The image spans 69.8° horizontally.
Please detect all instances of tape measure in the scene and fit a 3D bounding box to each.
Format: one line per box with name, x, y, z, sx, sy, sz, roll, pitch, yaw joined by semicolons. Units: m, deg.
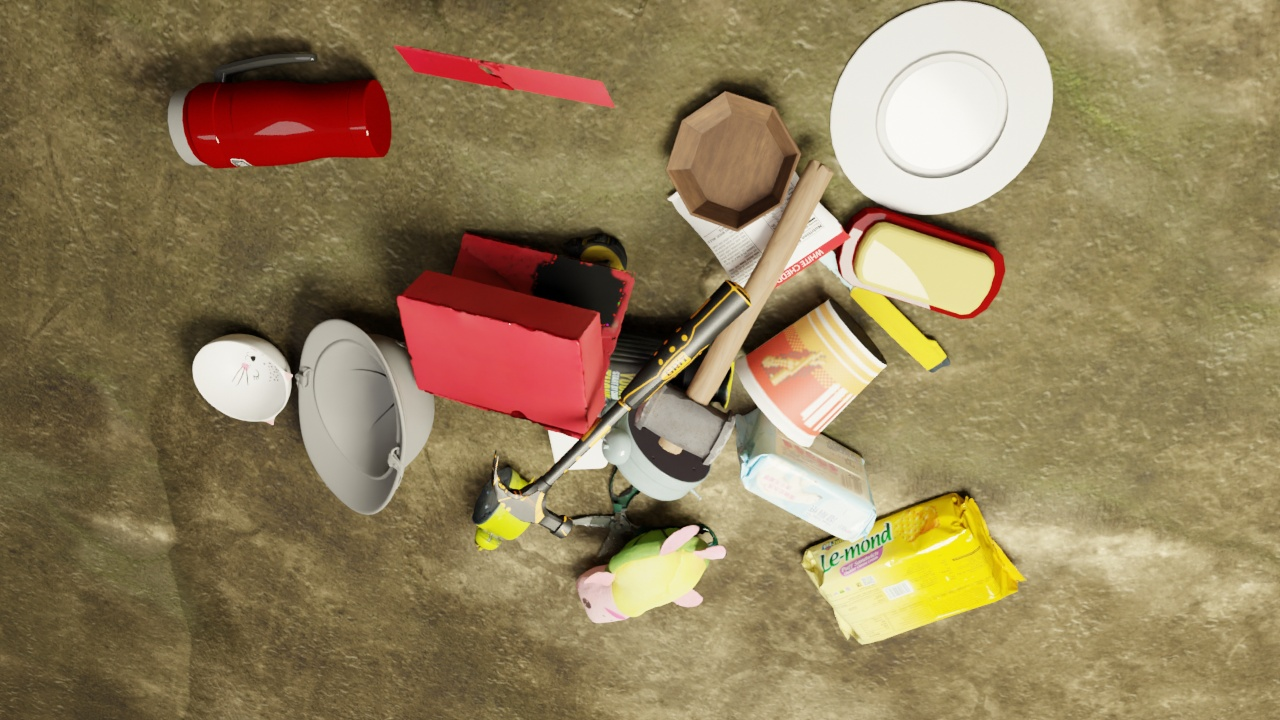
tape measure;-0.045;-0.106;0.998;0.061;0.034;0.062;-13;120;12

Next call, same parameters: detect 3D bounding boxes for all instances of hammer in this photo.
hammer;-0.016;0.040;0.900;0.321;0.036;0.123;-45;122;6
hammer;0.105;-0.048;0.928;0.098;0.052;0.329;29;103;1

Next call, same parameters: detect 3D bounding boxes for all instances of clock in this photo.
clock;-0.179;0.191;1.171;0.057;0.083;0.119;36;117;-23
clock;0.012;0.097;1.064;0.159;0.122;0.045;27;125;-22

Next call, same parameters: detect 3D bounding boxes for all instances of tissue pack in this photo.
tissue pack;0.187;0.130;1.074;0.182;0.111;0.070;28;119;-10

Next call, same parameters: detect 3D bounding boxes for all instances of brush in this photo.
brush;0.292;-0.098;0.953;0.173;0.041;0.082;17;113;-4

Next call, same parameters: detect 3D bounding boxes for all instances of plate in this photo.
plate;0.092;-0.196;0.908;0.131;0.025;0.131;3;100;20
plate;0.291;-0.237;0.890;0.209;0.015;0.209;3;122;5

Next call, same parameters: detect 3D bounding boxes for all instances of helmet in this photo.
helmet;-0.302;0.052;1.084;0.183;0.117;0.272;37;131;20

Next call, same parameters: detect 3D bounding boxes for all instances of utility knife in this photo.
utility knife;0.259;-0.061;1.001;0.224;0.019;0.031;40;113;-19

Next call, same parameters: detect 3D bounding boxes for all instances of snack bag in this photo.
snack bag;0.343;0.273;1.171;0.248;0.068;0.159;-27;114;21
snack bag;0.121;-0.146;0.947;0.131;0.039;0.144;-34;101;23

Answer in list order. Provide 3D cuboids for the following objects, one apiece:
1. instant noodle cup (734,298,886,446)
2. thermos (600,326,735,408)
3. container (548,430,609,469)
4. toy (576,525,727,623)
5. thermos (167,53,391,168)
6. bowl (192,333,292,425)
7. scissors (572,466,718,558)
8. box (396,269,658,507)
instant noodle cup;0.190;0.008;0.999;0.123;0.123;0.121;42;109;-18
thermos;-0.006;0.006;1.031;0.221;0.098;0.098;8;122;8
container;-0.075;0.076;1.105;0.081;0.049;0.129;-3;121;8
toy;0.010;0.274;1.183;0.190;0.087;0.239;17;137;-35
thermos;-0.360;-0.250;0.919;0.199;0.084;0.108;-1;103;5
bowl;-0.473;0.013;1.110;0.115;0.050;0.115;3;122;5
scissors;0.003;0.188;1.188;0.202;0.015;0.205;2;123;3
box;-0.106;0.052;1.100;0.214;0.478;0.171;14;80;19
